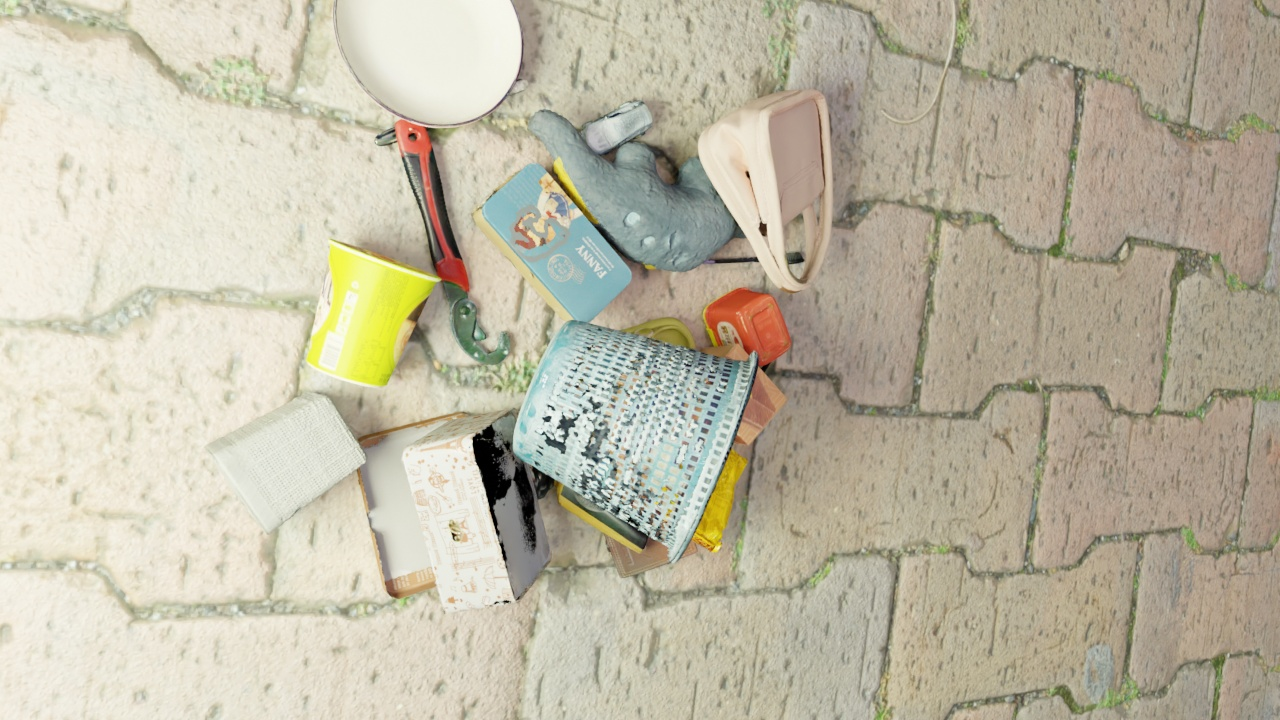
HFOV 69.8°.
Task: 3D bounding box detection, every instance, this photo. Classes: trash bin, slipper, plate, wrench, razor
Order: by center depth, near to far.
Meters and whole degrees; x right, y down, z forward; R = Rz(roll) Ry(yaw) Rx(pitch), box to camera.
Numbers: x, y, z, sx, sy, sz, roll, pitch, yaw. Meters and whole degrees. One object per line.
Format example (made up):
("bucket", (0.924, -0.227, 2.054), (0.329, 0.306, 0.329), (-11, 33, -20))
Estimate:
("trash bin", (-0.012, 0.061, 0.920), (0.195, 0.227, 0.226), (22, 82, 3))
("plate", (-0.215, -0.329, 0.929), (0.192, 0.039, 0.192), (0, 90, -27))
("wrench", (-0.202, -0.120, 0.966), (0.056, 0.016, 0.273), (-25, 108, -25))
("razor", (-0.057, 0.163, 1.036), (0.167, 0.062, 0.068), (38, 118, -15))
("slipper", (-0.006, 0.006, 1.051), (0.190, 0.082, 0.091), (-26, 103, -27))

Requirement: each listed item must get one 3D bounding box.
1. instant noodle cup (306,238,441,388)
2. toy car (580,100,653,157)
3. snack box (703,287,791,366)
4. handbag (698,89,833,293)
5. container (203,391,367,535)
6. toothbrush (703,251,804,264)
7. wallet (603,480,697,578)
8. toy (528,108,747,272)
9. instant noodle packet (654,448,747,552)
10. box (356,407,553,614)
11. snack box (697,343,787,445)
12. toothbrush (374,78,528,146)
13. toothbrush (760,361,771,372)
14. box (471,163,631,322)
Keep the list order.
("instant noodle cup", (-0.268, -0.042, 0.897), (0.111, 0.112, 0.123), (18, 94, -28))
("toy car", (-0.026, -0.264, 1.045), (0.090, 0.034, 0.043), (-32, 111, -21))
("snack box", (0.135, -0.039, 1.122), (0.081, 0.080, 0.091), (-31, 107, -24))
("handbag", (0.171, -0.194, 1.091), (0.192, 0.094, 0.234), (-39, 117, -48))
("container", (-0.335, 0.092, 0.876), (0.114, 0.090, 0.090), (-35, 109, -25))
("toothbrush", (0.129, -0.127, 1.150), (0.188, 0.014, 0.016), (-4, 88, -28))
("wallet", (0.001, 0.187, 1.082), (0.101, 0.032, 0.124), (-21, 101, -4))
("toy", (0.026, -0.173, 1.049), (0.355, 0.092, 0.137), (12, 75, -35))
("instant noodle packet", (0.068, 0.140, 1.061), (0.110, 0.044, 0.128), (38, 59, -28))
("box", (-0.205, 0.152, 0.948), (0.178, 0.152, 0.182), (-11, 97, 13))
("snack box", (0.101, 0.041, 1.096), (0.094, 0.093, 0.077), (47, 73, -14))
("toothbrush", (-0.196, -0.261, 0.963), (0.180, 0.018, 0.016), (-29, 114, -22))
("toothbrush", (0.134, 0.045, 1.169), (0.014, 0.016, 0.189), (37, 79, -35))
("box", (-0.092, -0.119, 0.994), (0.184, 0.061, 0.089), (46, 75, -15))
